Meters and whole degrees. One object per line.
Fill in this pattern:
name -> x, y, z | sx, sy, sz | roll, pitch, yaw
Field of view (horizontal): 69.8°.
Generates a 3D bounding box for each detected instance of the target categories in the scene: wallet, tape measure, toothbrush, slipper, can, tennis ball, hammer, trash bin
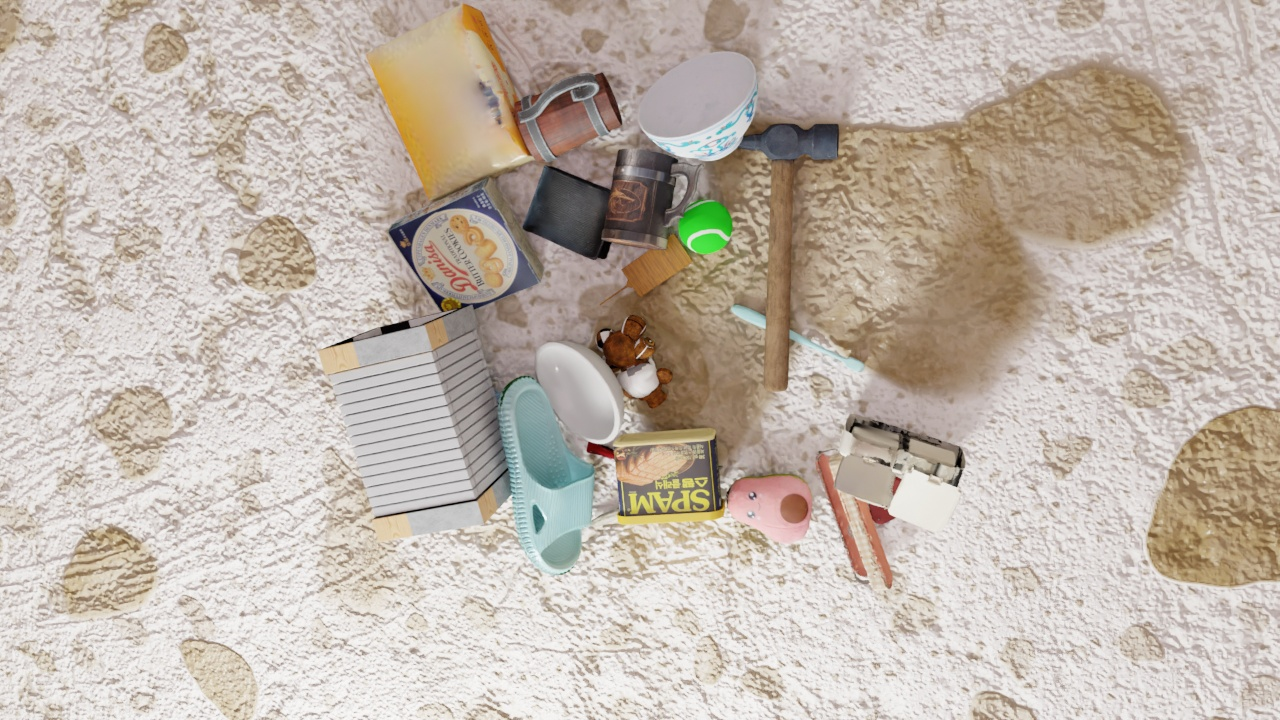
wallet -> -0.085, -0.186, 1.160 | 0.115, 0.026, 0.089 | 23, 107, 6
tape measure -> 0.311, 0.175, 1.157 | 0.059, 0.019, 0.051 | -33, 94, 16
toothbrush -> 0.195, -0.029, 1.142 | 0.181, 0.016, 0.016 | 26, 107, 7
slipper -> -0.117, 0.153, 1.185 | 0.070, 0.115, 0.276 | -2, 106, 38
can -> 0.036, 0.146, 1.168 | 0.135, 0.075, 0.104 | -5, 95, 9
tennis ball -> 0.079, -0.162, 1.110 | 0.065, 0.065, 0.065 | 2, 102, 11
hammer -> 0.167, -0.121, 1.109 | 0.129, 0.040, 0.322 | 3, 100, 15
trash bin -> -0.267, 0.076, 1.149 | 0.143, 0.142, 0.247 | -12, 100, 15

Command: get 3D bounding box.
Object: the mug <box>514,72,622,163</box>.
mug -> -0.090, -0.298, 1.093 | 0.111, 0.117, 0.081 | -19, 79, 11

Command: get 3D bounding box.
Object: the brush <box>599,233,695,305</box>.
brush -> 0.004, -0.109, 1.162 | 0.126, 0.017, 0.048 | -34, 93, 16

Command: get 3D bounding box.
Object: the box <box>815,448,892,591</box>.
box -> 0.267, 0.202, 1.157 | 0.067, 0.056, 0.187 | -15, 98, 46

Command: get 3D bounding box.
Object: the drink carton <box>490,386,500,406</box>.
drink carton -> -0.211, 0.069, 1.232 | 0.130, 0.040, 0.064 | 36, 108, 2

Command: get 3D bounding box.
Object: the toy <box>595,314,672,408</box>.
toy -> -0.007, 0.007, 1.169 | 0.087, 0.067, 0.112 | -24, 114, 33

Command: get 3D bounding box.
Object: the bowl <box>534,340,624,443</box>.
bowl -> -0.069, 0.033, 1.171 | 0.149, 0.043, 0.150 | 30, 139, 30

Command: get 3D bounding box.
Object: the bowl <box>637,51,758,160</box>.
bowl -> 0.077, -0.282, 1.069 | 0.144, 0.143, 0.074 | -20, 137, 15

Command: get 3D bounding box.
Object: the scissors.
scissors -> 0.005, 0.169, 1.222 | 0.198, 0.015, 0.179 | 37, 105, 2

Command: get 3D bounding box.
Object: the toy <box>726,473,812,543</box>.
toy -> 0.164, 0.186, 1.174 | 0.110, 0.051, 0.090 | 7, 101, 10

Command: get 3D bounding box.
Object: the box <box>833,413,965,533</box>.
box -> 0.297, 0.131, 1.067 | 0.143, 0.180, 0.080 | 17, 105, 15

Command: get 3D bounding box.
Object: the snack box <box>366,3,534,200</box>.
snack box -> -0.230, -0.316, 1.133 | 0.145, 0.080, 0.195 | -21, 97, 15

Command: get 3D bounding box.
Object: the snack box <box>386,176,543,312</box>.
snack box -> -0.219, -0.138, 1.163 | 0.145, 0.042, 0.144 | -22, 120, 14

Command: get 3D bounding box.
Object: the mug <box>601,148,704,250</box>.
mug -> 0.016, -0.190, 1.097 | 0.116, 0.079, 0.107 | 11, 93, 29
